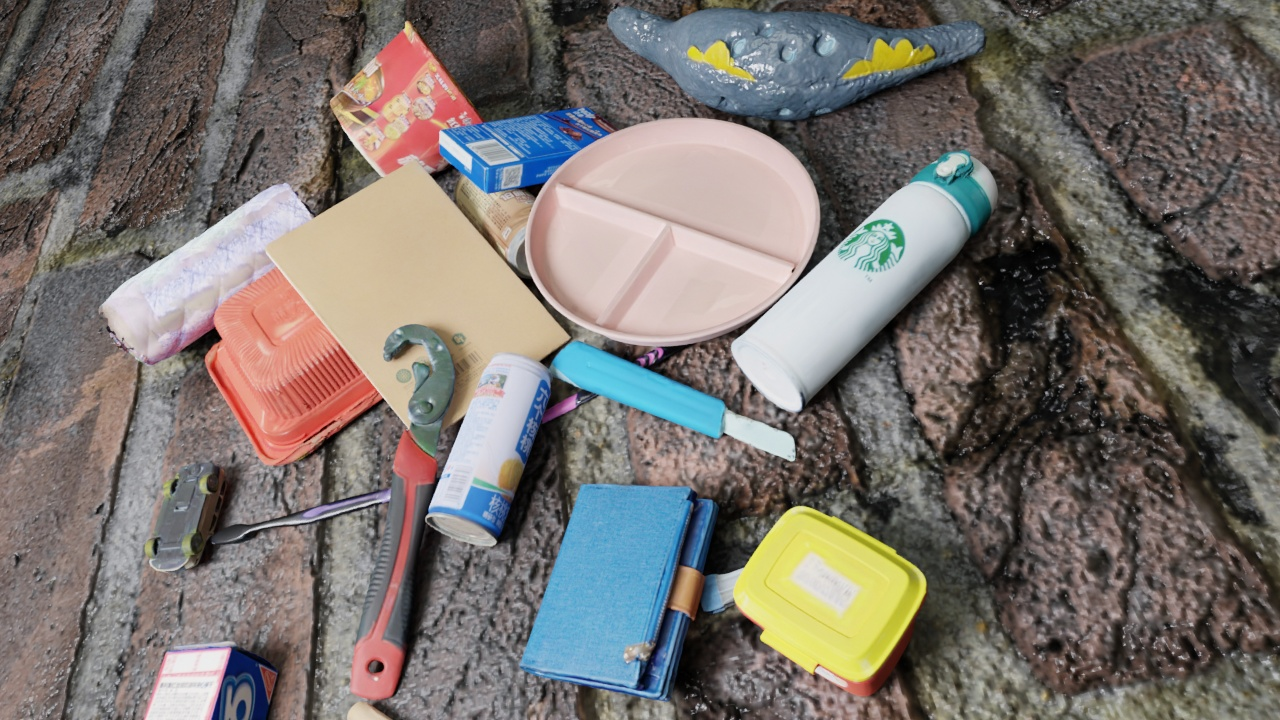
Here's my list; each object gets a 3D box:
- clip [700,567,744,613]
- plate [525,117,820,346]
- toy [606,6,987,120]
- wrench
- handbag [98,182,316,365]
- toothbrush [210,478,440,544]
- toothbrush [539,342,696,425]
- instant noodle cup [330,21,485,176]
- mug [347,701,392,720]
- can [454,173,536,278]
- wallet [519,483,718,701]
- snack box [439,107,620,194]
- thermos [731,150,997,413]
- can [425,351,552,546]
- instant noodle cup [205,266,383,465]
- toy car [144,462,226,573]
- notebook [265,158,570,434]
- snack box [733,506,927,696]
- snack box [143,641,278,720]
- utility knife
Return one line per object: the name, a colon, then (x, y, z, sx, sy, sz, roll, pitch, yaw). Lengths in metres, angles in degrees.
clip: (0.065, 0.142, 0.580, 0.057, 0.031, 0.025, -21, 49, 14)
plate: (0.024, -0.103, 0.718, 0.230, 0.028, 0.229, -6, 56, 8)
toy: (0.111, -0.273, 0.816, 0.357, 0.091, 0.137, 14, 49, 24)
wrench: (-0.170, 0.099, 0.660, 0.056, 0.016, 0.273, 4, 67, -8)
handbag: (-0.378, -0.080, 0.822, 0.193, 0.075, 0.134, -40, 19, -12)
toothbrush: (-0.242, 0.117, 0.708, 0.189, 0.017, 0.014, -15, 64, 5)
toothbrush: (-0.004, 0.004, 0.702, 0.189, 0.018, 0.014, -28, 54, 0)
instant noodle cup: (-0.219, -0.234, 0.882, 0.108, 0.138, 0.138, -37, 52, 2)
mug: (-0.177, 0.267, 0.541, 0.104, 0.084, 0.124, 20, 40, 31)
can: (-0.115, -0.125, 0.805, 0.058, 0.058, 0.116, -36, 53, -9)
wallet: (-0.012, 0.144, 0.590, 0.107, 0.040, 0.132, -2, 56, 31)
snack box: (-0.091, -0.191, 0.823, 0.156, 0.026, 0.084, -19, 45, -33)
thermos: (0.166, -0.063, 0.655, 0.224, 0.073, 0.073, -42, 53, -13)
can: (-0.107, 0.063, 0.667, 0.053, 0.053, 0.134, 5, 61, 22)
instant noodle cup: (-0.274, -0.022, 0.775, 0.188, 0.079, 0.164, -37, 56, -16)
toy car: (-0.356, 0.125, 0.724, 0.042, 0.035, 0.090, -9, 54, 14)
notebook: (-0.177, -0.053, 0.735, 0.147, 0.008, 0.207, -38, 79, -22)
snack box: (0.109, 0.142, 0.523, 0.091, 0.080, 0.081, 28, 67, 32)
snack box: (-0.289, 0.287, 0.572, 0.058, 0.057, 0.207, -9, 54, 16)
utility knife: (0.022, 0.030, 0.667, 0.199, 0.018, 0.034, 21, 75, 23)
